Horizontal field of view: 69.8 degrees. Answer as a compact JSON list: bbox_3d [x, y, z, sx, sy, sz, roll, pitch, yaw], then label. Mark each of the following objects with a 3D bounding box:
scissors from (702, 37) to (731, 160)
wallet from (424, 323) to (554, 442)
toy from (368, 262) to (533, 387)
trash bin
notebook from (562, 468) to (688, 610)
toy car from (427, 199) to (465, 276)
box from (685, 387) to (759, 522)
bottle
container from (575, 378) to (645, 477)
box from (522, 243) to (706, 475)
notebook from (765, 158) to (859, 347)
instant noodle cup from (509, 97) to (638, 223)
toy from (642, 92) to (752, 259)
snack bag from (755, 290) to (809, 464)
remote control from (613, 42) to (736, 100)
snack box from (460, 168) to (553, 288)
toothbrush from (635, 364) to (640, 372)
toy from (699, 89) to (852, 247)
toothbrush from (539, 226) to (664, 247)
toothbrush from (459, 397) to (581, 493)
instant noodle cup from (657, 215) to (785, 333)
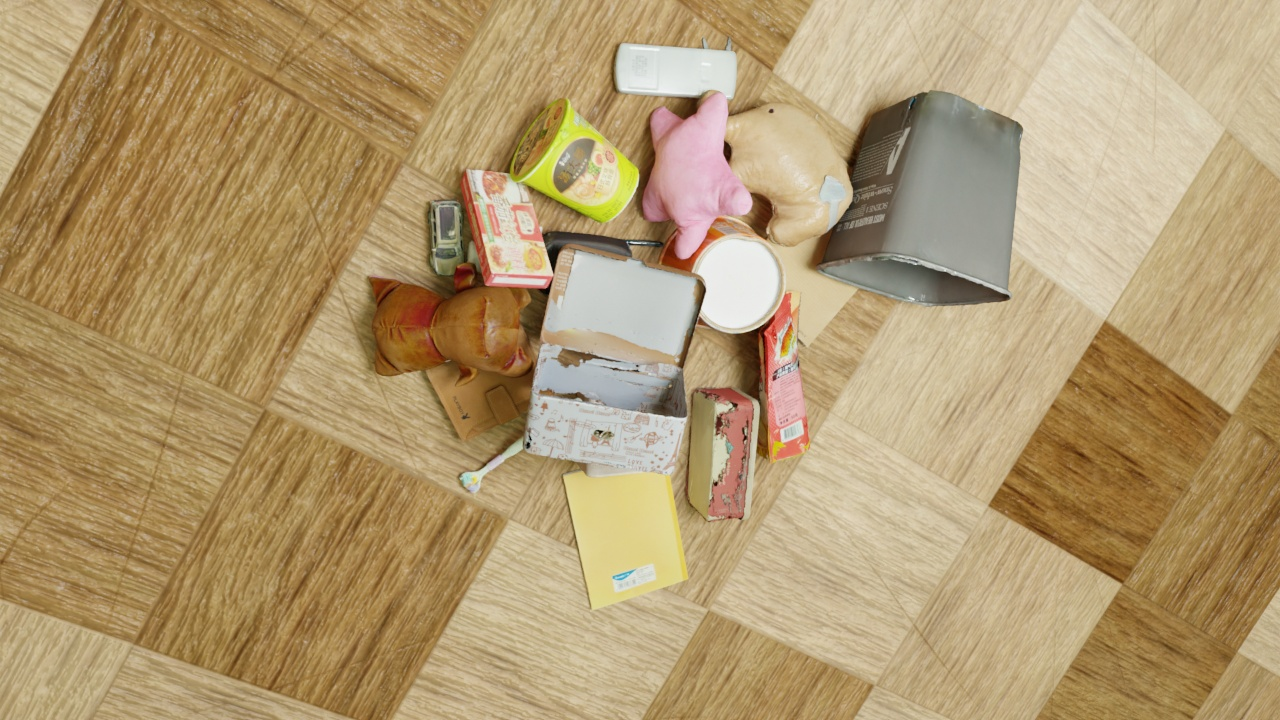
[{"bbox_3d":[0.102,-0.307,1.149,0.165,0.014,0.163,37,89,-20],"label":"scissors"},{"bbox_3d":[-0.185,0.028,1.139,0.131,0.031,0.108,-25,108,-8],"label":"wallet"},{"bbox_3d":[-0.223,-0.039,1.057,0.200,0.130,0.140,-2,87,15],"label":"toy"},{"bbox_3d":[0.358,-0.197,1.152,0.198,0.199,0.219,14,86,-20],"label":"trash bin"},{"bbox_3d":[-0.018,0.230,1.251,0.145,0.010,0.206,-15,108,-13],"label":"notebook"},{"bbox_3d":[-0.228,-0.143,1.079,0.042,0.035,0.090,-3,107,-15],"label":"toy car"},{"bbox_3d":[0.100,0.125,1.215,0.077,0.091,0.168,-2,104,-20],"label":"box"},{"bbox_3d":[-0.111,-0.118,1.112,0.194,0.044,0.080,3,121,-16],"label":"bottle"},{"bbox_3d":[-0.034,0.080,1.167,0.089,0.090,0.111,-4,102,-15],"label":"container"},{"bbox_3d":[-0.027,0.003,1.027,0.181,0.157,0.206,13,112,-6],"label":"box"},{"bbox_3d":[0.244,-0.144,1.233,0.149,0.012,0.211,42,90,-20],"label":"notebook"},{"bbox_3d":[-0.070,-0.225,1.072,0.123,0.112,0.112,30,94,-29],"label":"instant noodle cup"},{"bbox_3d":[0.052,-0.222,1.092,0.074,0.179,0.194,0,69,-40],"label":"toy"},{"bbox_3d":[0.185,0.024,1.207,0.073,0.128,0.208,7,115,27],"label":"snack bag"},{"bbox_3d":[0.042,-0.348,1.109,0.150,0.021,0.058,1,100,-11],"label":"remote control"},{"bbox_3d":[-0.153,-0.150,1.043,0.075,0.152,0.026,0,148,-30],"label":"snack box"},{"bbox_3d":[-0.007,0.007,1.195,0.017,0.014,0.189,-21,109,1],"label":"toothbrush"},{"bbox_3d":[0.167,-0.252,1.129,0.143,0.082,0.226,-42,97,-12],"label":"toy"},{"bbox_3d":[-0.056,-0.152,1.138,0.181,0.016,0.018,3,94,-17],"label":"toothbrush"},{"bbox_3d":[-0.148,0.104,1.151,0.190,0.020,0.029,-36,100,11],"label":"toothbrush"},{"bbox_3d":[0.105,-0.103,1.142,0.151,0.111,0.151,-3,104,-12],"label":"instant noodle cup"}]
